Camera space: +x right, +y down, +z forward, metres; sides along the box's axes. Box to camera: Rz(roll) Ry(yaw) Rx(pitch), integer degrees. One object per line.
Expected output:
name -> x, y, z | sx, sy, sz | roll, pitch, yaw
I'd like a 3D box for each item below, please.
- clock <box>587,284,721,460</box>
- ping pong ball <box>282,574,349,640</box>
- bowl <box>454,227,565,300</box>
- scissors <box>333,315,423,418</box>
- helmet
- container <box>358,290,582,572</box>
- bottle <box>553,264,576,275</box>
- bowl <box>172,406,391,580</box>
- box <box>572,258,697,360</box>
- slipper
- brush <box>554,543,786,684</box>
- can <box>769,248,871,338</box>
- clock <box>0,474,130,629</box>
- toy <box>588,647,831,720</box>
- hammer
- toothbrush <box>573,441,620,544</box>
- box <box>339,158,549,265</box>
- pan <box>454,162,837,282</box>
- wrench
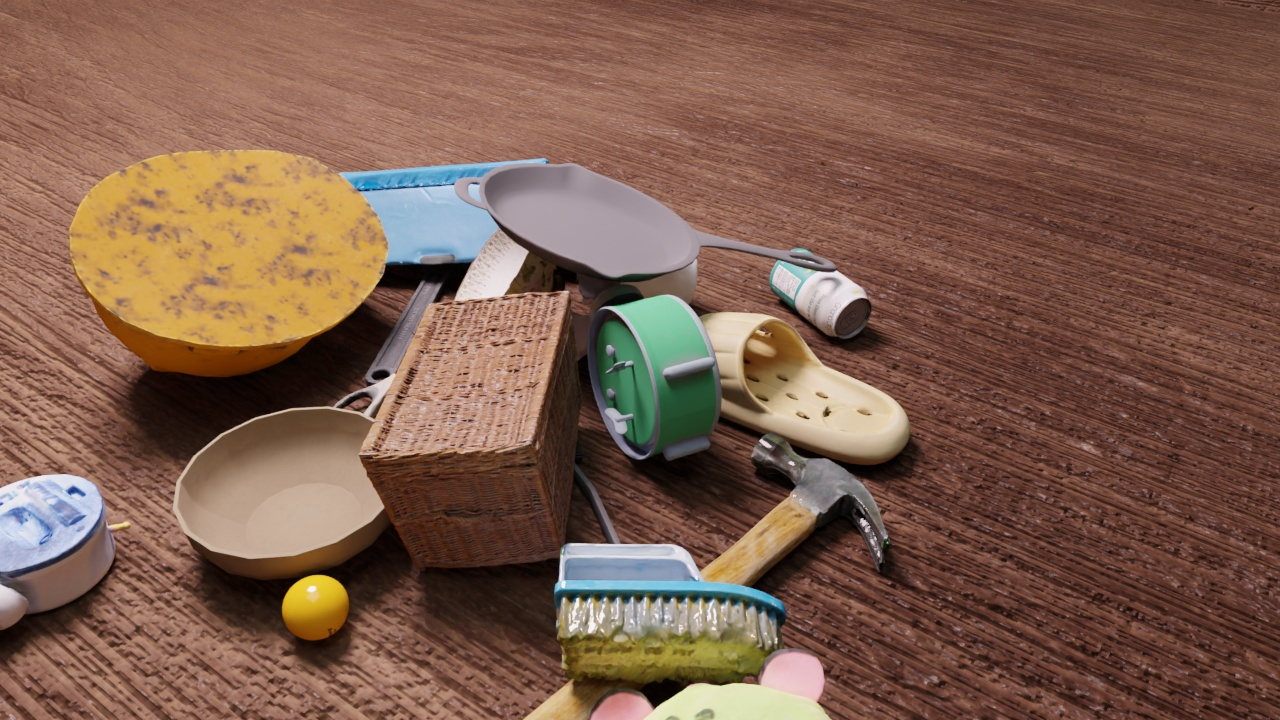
clock -> -0.004, 0.004, 0.736 | 0.075, 0.122, 0.161 | -14, 33, -24
ping pong ball -> -0.205, 0.156, 0.580 | 0.040, 0.040, 0.040 | 2, 36, -1
bowl -> -0.115, -0.062, 0.842 | 0.063, 0.145, 0.145 | 31, 26, -27
scissors -> -0.194, 0.020, 0.782 | 0.150, 0.013, 0.164 | 35, 51, 30
helmet -> -0.361, -0.067, 0.802 | 0.205, 0.132, 0.254 | 48, 42, 7
container -> -0.107, 0.047, 0.662 | 0.114, 0.113, 0.198 | -5, 35, 7
bottle -> -0.074, -0.110, 0.952 | 0.184, 0.045, 0.045 | 1, 36, 1
bowl -> -0.241, 0.099, 0.648 | 0.152, 0.051, 0.152 | 1, 36, -1
box -> -0.023, -0.056, 0.864 | 0.146, 0.136, 0.084 | 3, 22, -43
slipper -> 0.109, 0.002, 0.783 | 0.262, 0.079, 0.111 | 25, 38, 28
brush -> 0.018, 0.146, 0.544 | 0.136, 0.055, 0.075 | 1, 41, 0
can -> 0.175, -0.066, 0.896 | 0.054, 0.055, 0.101 | -17, 40, -25
clock -> -0.408, 0.128, 0.598 | 0.089, 0.052, 0.125 | 24, 41, 26
toy -> 0.053, 0.240, 0.437 | 0.150, 0.107, 0.196 | -20, 26, 8
hammer -> 0.041, 0.159, 0.601 | 0.132, 0.033, 0.329 | 31, 45, 32
toothbrush -> -0.033, 0.108, 0.681 | 0.013, 0.013, 0.167 | -4, 35, -22
box -> -0.198, -0.136, 0.954 | 0.232, 0.094, 0.112 | -1, 75, 9
pan -> 0.013, -0.107, 0.807 | 0.354, 0.024, 0.216 | 9, 32, -18
wrench -> -0.212, -0.059, 0.900 | 0.073, 0.018, 0.272 | 6, 37, 4
